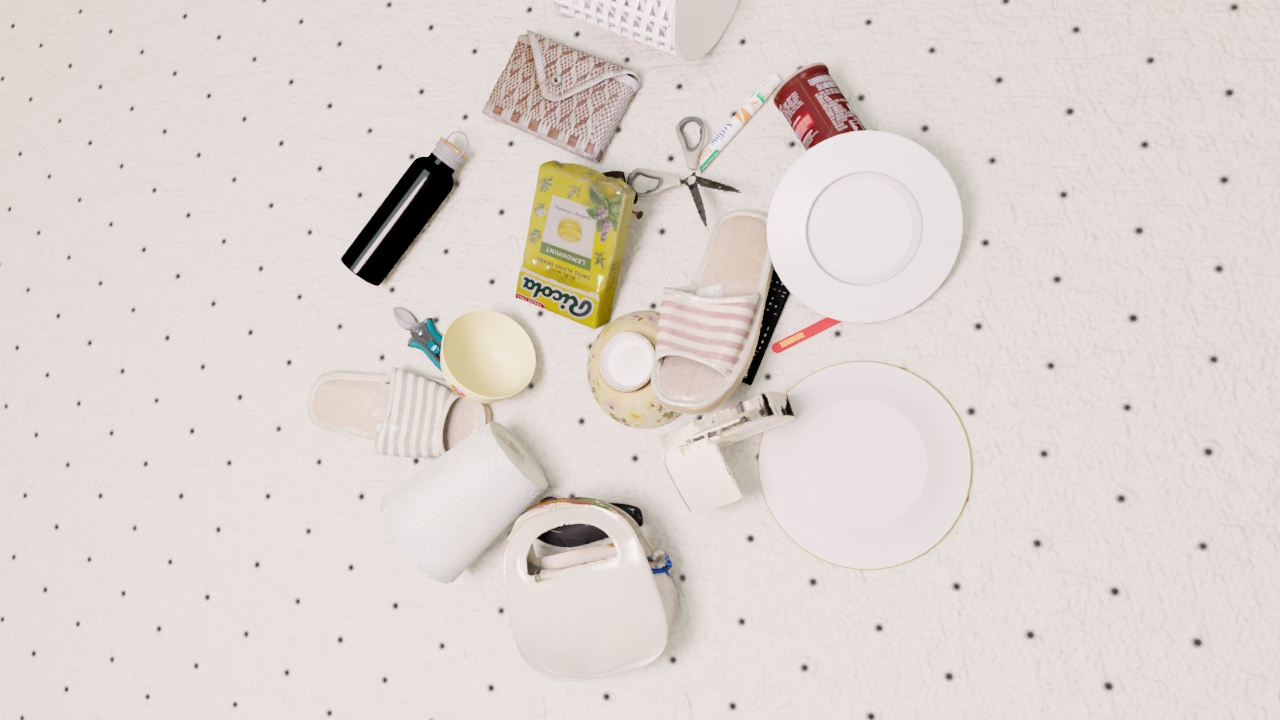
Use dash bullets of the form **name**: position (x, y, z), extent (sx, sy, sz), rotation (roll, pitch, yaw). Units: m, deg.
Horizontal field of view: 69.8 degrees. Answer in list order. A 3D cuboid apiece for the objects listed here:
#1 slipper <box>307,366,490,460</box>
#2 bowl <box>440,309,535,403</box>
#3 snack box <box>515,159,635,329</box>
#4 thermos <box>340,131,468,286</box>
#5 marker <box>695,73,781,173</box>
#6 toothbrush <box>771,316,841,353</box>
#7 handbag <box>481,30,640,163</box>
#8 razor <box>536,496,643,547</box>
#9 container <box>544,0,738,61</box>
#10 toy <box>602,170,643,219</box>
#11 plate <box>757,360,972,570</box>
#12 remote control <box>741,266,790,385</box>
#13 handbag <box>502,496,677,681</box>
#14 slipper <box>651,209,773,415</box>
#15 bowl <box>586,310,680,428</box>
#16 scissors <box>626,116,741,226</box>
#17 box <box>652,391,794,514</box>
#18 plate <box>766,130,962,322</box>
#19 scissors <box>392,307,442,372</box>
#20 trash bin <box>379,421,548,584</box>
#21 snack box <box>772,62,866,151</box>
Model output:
- **slipper**: position (-0.321, 0.067, 1.188), extent (0.273, 0.054, 0.114), rotation (11, 81, 20)
- **bowl**: position (-0.198, 0.006, 1.136), extent (0.074, 0.117, 0.118), rotation (-43, 65, 53)
- **snack box**: position (-0.080, -0.140, 1.101), extent (0.121, 0.045, 0.181), rotation (23, 116, 19)
- **thermos**: position (-0.302, -0.207, 1.212), extent (0.061, 0.061, 0.231), rotation (41, 96, 19)
- **marker**: position (0.115, -0.285, 1.107), extent (0.017, 0.017, 0.145), rotation (45, 98, 19)
- **toothbrush**: position (0.243, -0.060, 1.031), extent (0.213, 0.018, 0.012), rotation (-27, 75, 13)
- **handbag**: position (-0.105, -0.341, 1.173), extent (0.186, 0.047, 0.124), rotation (27, 92, 20)
- **razor**: position (-0.067, 0.186, 1.087), extent (0.141, 0.053, 0.063), rotation (-9, 55, 13)
- **container**: position (0.007, -0.473, 1.079), extent (0.187, 0.189, 0.189), rotation (27, 91, 19)
- **toy**: position (-0.036, -0.197, 1.118), extent (0.100, 0.062, 0.076), rotation (33, 76, 38)
- **plate**: position (0.241, 0.113, 1.006), extent (0.230, 0.021, 0.229), rotation (-3, 82, 18)
- **remote control**: position (0.142, -0.041, 1.067), extent (0.030, 0.009, 0.140), rotation (22, 90, 20)
- **handbag**: position (-0.063, 0.248, 1.043), extent (0.201, 0.092, 0.199), rotation (-14, 95, 16)
- **slipper**: position (0.083, -0.065, 1.033), extent (0.115, 0.052, 0.262), rotation (15, 69, 20)
- **bowl**: position (-0.006, 0.006, 1.082), extent (0.145, 0.063, 0.145), rotation (-3, 81, 20)
- **scissors**: position (0.052, -0.226, 1.103), extent (0.171, 0.012, 0.157), rotation (-1, 70, 32)
- **box**: position (0.086, 0.102, 0.971), extent (0.144, 0.183, 0.099), rotation (-24, 76, 23)
- **plate**: position (0.242, -0.143, 0.999), extent (0.209, 0.015, 0.209), rotation (3, 102, 12)
- **scissors**: position (-0.271, -0.029, 1.201), extent (0.139, 0.019, 0.136), rotation (-13, 76, 18)
- **trash bin**: position (-0.205, 0.163, 1.097), extent (0.161, 0.133, 0.133), rotation (-40, 72, 4)
- **snack box**: position (0.211, -0.268, 1.044), extent (0.072, 0.072, 0.121), rotation (-31, 75, 12)
